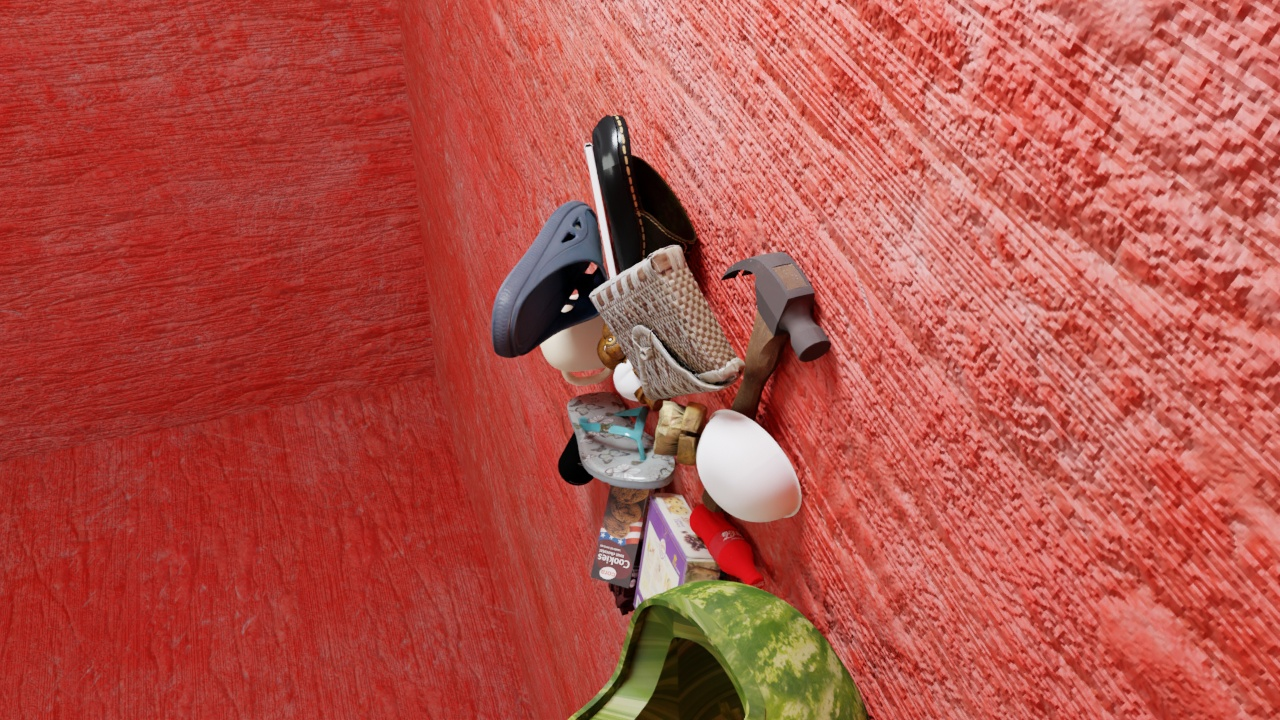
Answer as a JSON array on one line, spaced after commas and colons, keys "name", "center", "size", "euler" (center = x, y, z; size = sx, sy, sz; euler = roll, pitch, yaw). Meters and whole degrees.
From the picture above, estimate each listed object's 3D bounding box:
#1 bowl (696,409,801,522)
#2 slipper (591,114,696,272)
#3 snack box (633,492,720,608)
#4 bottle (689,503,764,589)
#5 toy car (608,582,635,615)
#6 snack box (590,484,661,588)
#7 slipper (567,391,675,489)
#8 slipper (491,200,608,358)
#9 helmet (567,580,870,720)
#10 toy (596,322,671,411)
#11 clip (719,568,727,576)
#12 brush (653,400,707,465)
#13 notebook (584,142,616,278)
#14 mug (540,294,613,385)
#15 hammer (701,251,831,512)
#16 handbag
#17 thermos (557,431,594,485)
[{"name": "bowl", "center": [0.081, 0.099, 0.780], "size": [0.110, 0.040, 0.110], "euler": [40, 150, 29]}, {"name": "slipper", "center": [0.012, -0.119, 0.879], "size": [0.268, 0.076, 0.112], "euler": [76, 179, -49]}, {"name": "snack box", "center": [0.036, 0.241, 0.989], "size": [0.143, 0.040, 0.148], "euler": [-126, 42, -66]}, {"name": "bottle", "center": [0.086, 0.183, 0.891], "size": [0.119, 0.036, 0.036], "euler": [-132, 35, -58]}, {"name": "toy car", "center": [-0.007, 0.251, 1.181], "size": [0.070, 0.061, 0.170], "euler": [-119, 24, -44]}, {"name": "snack box", "center": [-0.015, 0.192, 1.083], "size": [0.031, 0.051, 0.140], "euler": [25, -104, -63]}, {"name": "slipper", "center": [-0.038, 0.080, 1.111], "size": [0.269, 0.098, 0.055], "euler": [-137, 38, -63]}, {"name": "slipper", "center": [-0.078, -0.090, 1.003], "size": [0.267, 0.083, 0.111], "euler": [-60, -20, -53]}, {"name": "helmet", "center": [0.066, 0.305, 0.702], "size": [0.243, 0.246, 0.214], "euler": [42, 151, -19]}, {"name": "toy", "center": [-0.006, 0.006, 1.030], "size": [0.112, 0.067, 0.087], "euler": [45, 177, 28]}, {"name": "clip", "center": [0.073, 0.268, 1.006], "size": [0.127, 0.028, 0.113], "euler": [120, 133, -65]}, {"name": "brush", "center": [0.038, 0.068, 0.876], "size": [0.195, 0.043, 0.059], "euler": [67, -145, -82]}, {"name": "notebook", "center": [-0.041, -0.153, 1.017], "size": [0.209, 0.009, 0.142], "euler": [-107, 7, -86]}, {"name": "mug", "center": [-0.077, -0.023, 1.158], "size": [0.096, 0.099, 0.120], "euler": [-137, 39, -62]}, {"name": "hammer", "center": [0.091, 0.038, 0.796], "size": [0.324, 0.033, 0.115], "euler": [99, 151, -50]}, {"name": "handbag", "center": [0.016, -0.024, 0.807], "size": [0.124, 0.047, 0.186], "euler": [61, 161, -4]}, {"name": "thermos", "center": [-0.071, 0.122, 1.298], "size": [0.232, 0.061, 0.061], "euler": [122, 134, -66]}]
